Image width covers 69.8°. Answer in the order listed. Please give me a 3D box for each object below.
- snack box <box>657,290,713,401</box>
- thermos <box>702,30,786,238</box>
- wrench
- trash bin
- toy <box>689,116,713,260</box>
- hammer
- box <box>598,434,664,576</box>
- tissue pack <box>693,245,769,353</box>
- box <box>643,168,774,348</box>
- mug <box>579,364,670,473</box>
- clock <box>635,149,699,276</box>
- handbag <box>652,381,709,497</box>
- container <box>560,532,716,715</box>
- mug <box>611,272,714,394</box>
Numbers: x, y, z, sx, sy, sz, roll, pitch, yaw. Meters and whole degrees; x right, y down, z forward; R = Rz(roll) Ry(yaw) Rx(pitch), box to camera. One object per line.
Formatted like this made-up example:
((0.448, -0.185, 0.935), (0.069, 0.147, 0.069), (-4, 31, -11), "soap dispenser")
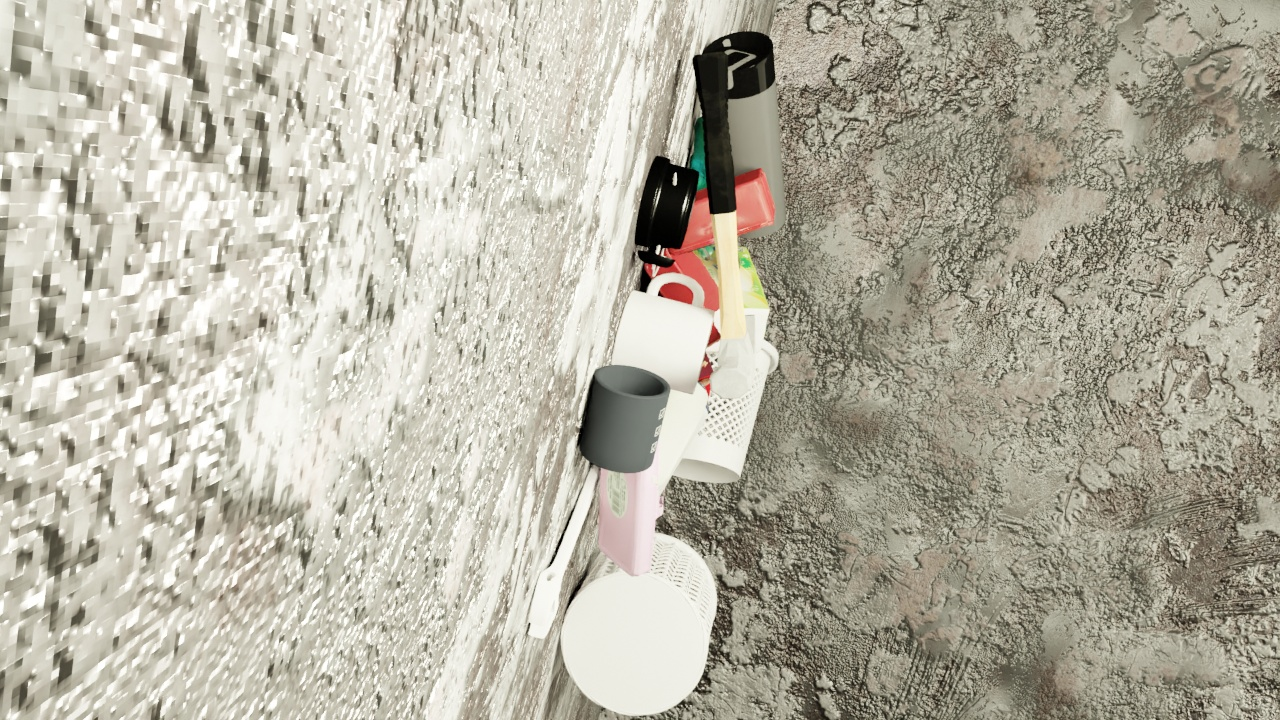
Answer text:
((0.056, -0.013, 1.267), (0.152, 0.036, 0.132), (90, -19, -72), "snack box")
((0.130, -0.270, 1.123), (0.241, 0.082, 0.082), (76, 24, -44), "thermos")
((-0.068, 0.173, 0.927), (0.272, 0.018, 0.066), (-69, 172, -60), "wrench")
((0.102, 0.074, 1.416), (0.196, 0.195, 0.199), (90, 10, -70), "trash bin")
((0.086, -0.229, 1.228), (0.130, 0.072, 0.193), (-62, 157, -68), "toy")
((0.083, -0.132, 0.908), (0.131, 0.039, 0.328), (-57, 143, -69), "hammer")
((-0.023, 0.122, 1.005), (0.153, 0.066, 0.202), (-125, -147, -56), "box")
((0.122, -0.120, 1.329), (0.197, 0.120, 0.142), (-108, -160, -53), "tissue pack")
((0.097, -0.134, 1.059), (0.170, 0.156, 0.156), (-37, -171, 17), "box")
((-0.020, 0.046, 0.864), (0.105, 0.071, 0.077), (-125, -137, -60), "mug")
((0.025, -0.141, 0.905), (0.091, 0.042, 0.121), (-68, 171, -56), "clock")
((0.016, 0.078, 1.131), (0.151, 0.074, 0.176), (-57, 149, -17), "handbag")
((0.003, 0.344, 1.221), (0.186, 0.189, 0.189), (-27, 131, -82), "container")
((0.028, -0.033, 0.970), (0.091, 0.090, 0.121), (62, 43, -83), "mug")
